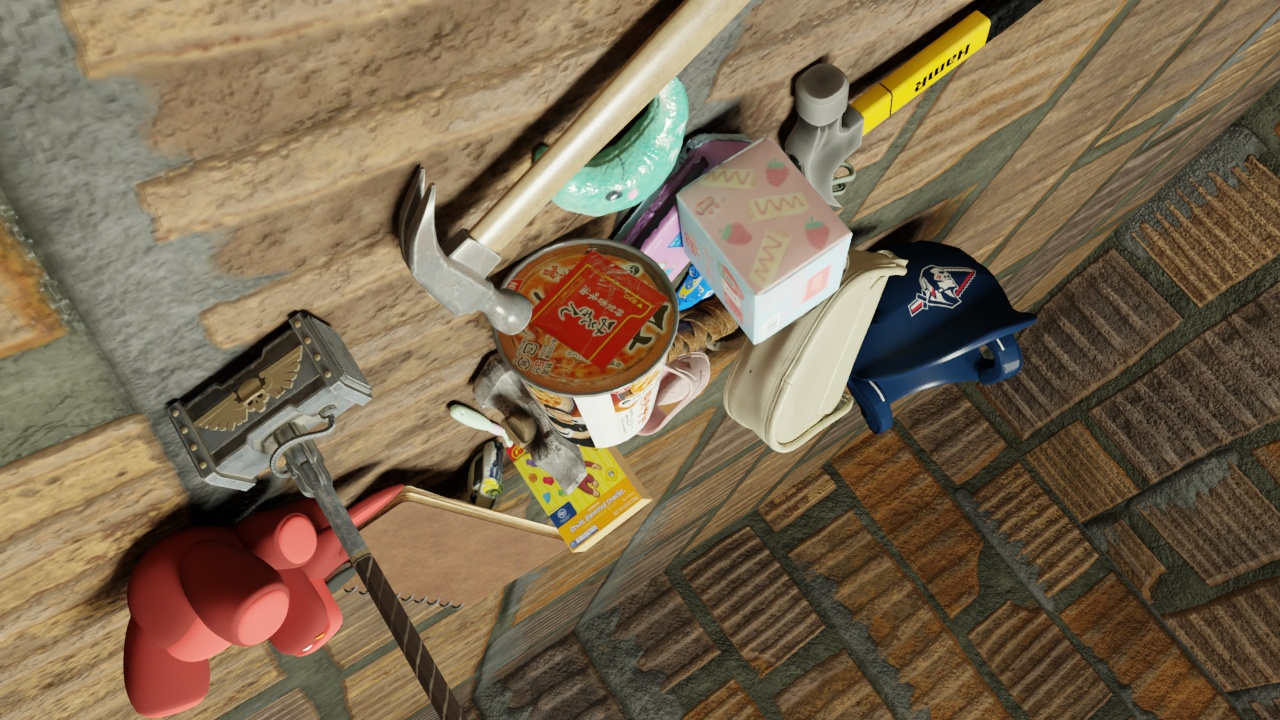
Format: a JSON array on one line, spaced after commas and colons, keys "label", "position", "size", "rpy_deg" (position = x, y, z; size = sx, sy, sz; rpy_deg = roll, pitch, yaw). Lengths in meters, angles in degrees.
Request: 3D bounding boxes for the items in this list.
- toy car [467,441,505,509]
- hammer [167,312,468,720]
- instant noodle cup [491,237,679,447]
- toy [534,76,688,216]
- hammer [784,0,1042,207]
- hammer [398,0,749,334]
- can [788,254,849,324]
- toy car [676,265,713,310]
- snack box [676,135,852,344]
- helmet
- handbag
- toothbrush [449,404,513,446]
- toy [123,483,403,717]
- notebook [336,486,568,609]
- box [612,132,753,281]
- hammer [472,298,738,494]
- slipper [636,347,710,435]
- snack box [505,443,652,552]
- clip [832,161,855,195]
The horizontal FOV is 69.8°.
[{"label": "toy car", "position": [-0.155, 0.121, 0.908], "size": [0.033, 0.048, 0.106], "rpy_deg": [6, 146, -15]}, {"label": "hammer", "position": [-0.136, 0.127, 0.488], "size": [0.098, 0.322, 0.044], "rpy_deg": [-36, 163, 0]}, {"label": "instant noodle cup", "position": [-0.034, -0.001, 0.654], "size": [0.123, 0.123, 0.122], "rpy_deg": [-32, 154, -14]}, {"label": "toy", "position": [-0.013, -0.124, 0.563], "size": [0.105, 0.033, 0.085], "rpy_deg": [-33, 152, -6]}, {"label": "hammer", "position": [0.246, -0.244, 0.730], "size": [0.324, 0.034, 0.170], "rpy_deg": [-37, 157, -6]}, {"label": "hammer", "position": [-0.001, -0.147, 0.497], "size": [0.331, 0.030, 0.119], "rpy_deg": [-42, 145, 12]}, {"label": "can", "position": [0.132, -0.089, 0.839], "size": [0.089, 0.074, 0.090], "rpy_deg": [-30, 153, -18]}, {"label": "toy car", "position": [0.069, -0.058, 0.836], "size": [0.033, 0.062, 0.092], "rpy_deg": [-23, 159, -37]}, {"label": "snack box", "position": [0.084, -0.081, 0.634], "size": [0.079, 0.094, 0.093], "rpy_deg": [-34, 161, -5]}, {"label": "helmet", "position": [0.359, -0.041, 1.150], "size": [0.232, 0.223, 0.272], "rpy_deg": [-22, -170, -11]}, {"label": "handbag", "position": [0.188, -0.027, 1.048], "size": [0.183, 0.132, 0.229], "rpy_deg": [-5, 122, -41]}, {"label": "toothbrush", "position": [-0.139, 0.057, 0.822], "size": [0.155, 0.015, 0.022], "rpy_deg": [50, 56, -73]}, {"label": "toy", "position": [-0.278, 0.167, 0.690], "size": [0.159, 0.120, 0.196], "rpy_deg": [-46, 169, 20]}, {"label": "notebook", "position": [-0.199, 0.188, 0.887], "size": [0.168, 0.024, 0.225], "rpy_deg": [-34, 144, 22]}, {"label": "box", "position": [0.008, -0.086, 0.699], "size": [0.076, 0.033, 0.215], "rpy_deg": [-12, 151, -49]}, {"label": "hammer", "position": [-0.005, 0.005, 0.822], "size": [0.317, 0.121, 0.049], "rpy_deg": [-29, 163, -47]}, {"label": "slipper", "position": [0.017, 0.034, 0.980], "size": [0.094, 0.064, 0.238], "rpy_deg": [-44, 160, 22]}, {"label": "snack box", "position": [-0.063, 0.117, 0.934], "size": [0.088, 0.126, 0.040], "rpy_deg": [-38, 163, 7]}, {"label": "clip", "position": [0.160, -0.157, 0.822], "size": [0.075, 0.023, 0.044], "rpy_deg": [-23, 160, -31]}]
